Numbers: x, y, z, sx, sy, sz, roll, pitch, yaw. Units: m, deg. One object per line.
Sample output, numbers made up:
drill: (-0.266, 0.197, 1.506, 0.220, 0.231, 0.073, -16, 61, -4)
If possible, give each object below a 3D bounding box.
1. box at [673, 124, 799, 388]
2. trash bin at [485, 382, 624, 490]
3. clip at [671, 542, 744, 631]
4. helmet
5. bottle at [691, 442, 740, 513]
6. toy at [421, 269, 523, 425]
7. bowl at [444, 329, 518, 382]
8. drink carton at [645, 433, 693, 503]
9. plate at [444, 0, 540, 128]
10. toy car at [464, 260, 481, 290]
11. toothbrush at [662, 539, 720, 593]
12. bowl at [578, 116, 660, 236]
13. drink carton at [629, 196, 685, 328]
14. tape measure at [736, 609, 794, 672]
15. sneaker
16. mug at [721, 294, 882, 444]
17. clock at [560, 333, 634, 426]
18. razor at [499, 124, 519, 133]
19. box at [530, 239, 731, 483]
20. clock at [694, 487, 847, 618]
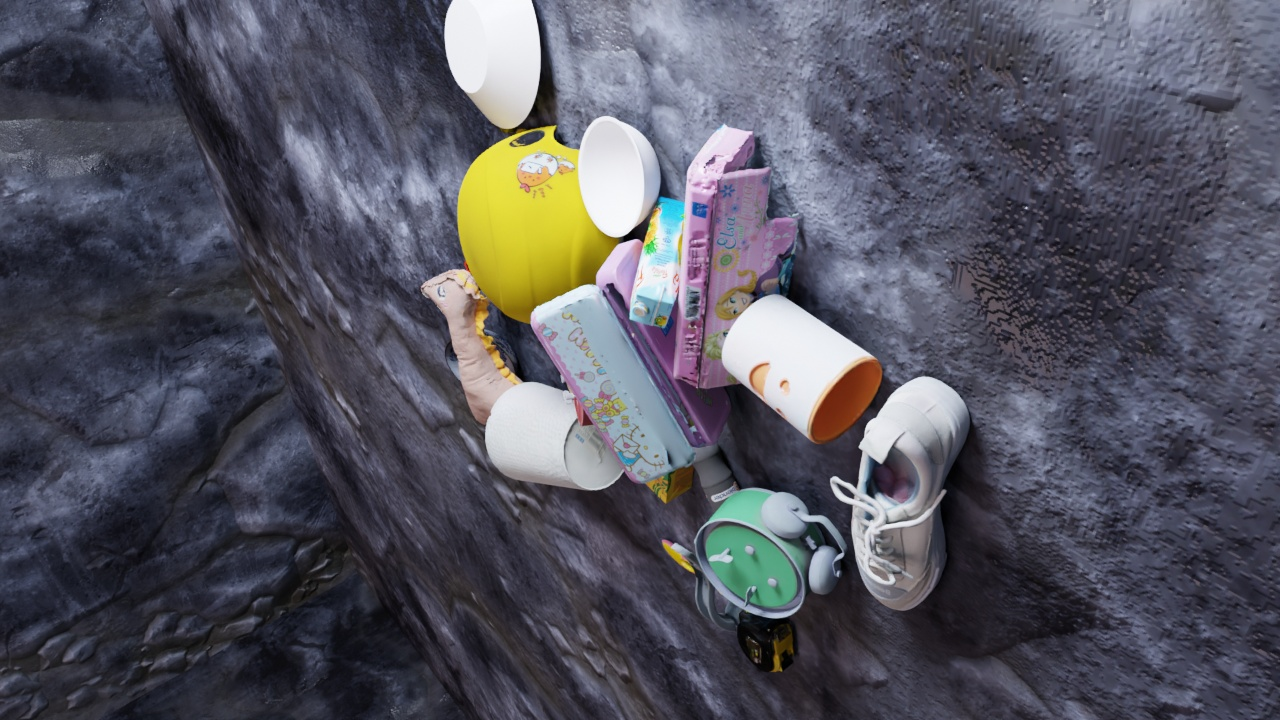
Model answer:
box: (0.085, -0.073, 0.780, 0.091, 0.084, 0.231, 17, 135, 15)
trash bin: (-0.101, 0.100, 1.170, 0.162, 0.133, 0.133, 6, 120, 51)
clip: (0.094, 0.240, 1.048, 0.027, 0.090, 0.162, 23, 147, 48)
helmet: (-0.129, -0.136, 0.990, 0.240, 0.139, 0.209, 37, 143, 38)
bottle: (0.087, 0.138, 0.985, 0.036, 0.036, 0.110, -17, 100, 61)
toy: (-0.195, -0.004, 1.244, 0.196, 0.065, 0.265, 13, 130, 20)
bowl: (-0.222, -0.006, 1.332, 0.114, 0.045, 0.114, 13, 134, 14)
drink carton: (0.028, 0.102, 1.044, 0.058, 0.041, 0.123, 41, 145, 33)
plate: (-0.166, -0.329, 0.957, 0.174, 0.036, 0.174, 29, 127, 46)
toy car: (-0.196, -0.131, 1.194, 0.049, 0.051, 0.100, 58, 152, 3)
toothbrush: (0.067, 0.256, 1.140, 0.135, 0.016, 0.021, 25, 136, 47)
bowl: (-0.012, -0.174, 0.864, 0.110, 0.040, 0.110, 27, 124, 50)
drink carton: (0.019, -0.088, 0.818, 0.038, 0.128, 0.044, 14, 143, -3)
tape measure: (0.143, 0.320, 1.049, 0.071, 0.042, 0.072, 15, 129, 49)
sneaker: (0.197, 0.127, 0.742, 0.089, 0.090, 0.243, 36, 143, 38)
mug: (0.131, 0.006, 0.752, 0.105, 0.082, 0.082, 41, 145, 35)
clock: (-0.046, 0.016, 0.985, 0.159, 0.081, 0.117, -155, 59, -79)
razor: (-0.166, -0.307, 1.026, 0.106, 0.026, 0.043, 57, 152, 18)
box: (0.002, 0.008, 0.862, 0.062, 0.140, 0.214, 22, 147, 59)
clock: (0.131, 0.188, 0.904, 0.162, 0.075, 0.122, -27, 100, 48)
